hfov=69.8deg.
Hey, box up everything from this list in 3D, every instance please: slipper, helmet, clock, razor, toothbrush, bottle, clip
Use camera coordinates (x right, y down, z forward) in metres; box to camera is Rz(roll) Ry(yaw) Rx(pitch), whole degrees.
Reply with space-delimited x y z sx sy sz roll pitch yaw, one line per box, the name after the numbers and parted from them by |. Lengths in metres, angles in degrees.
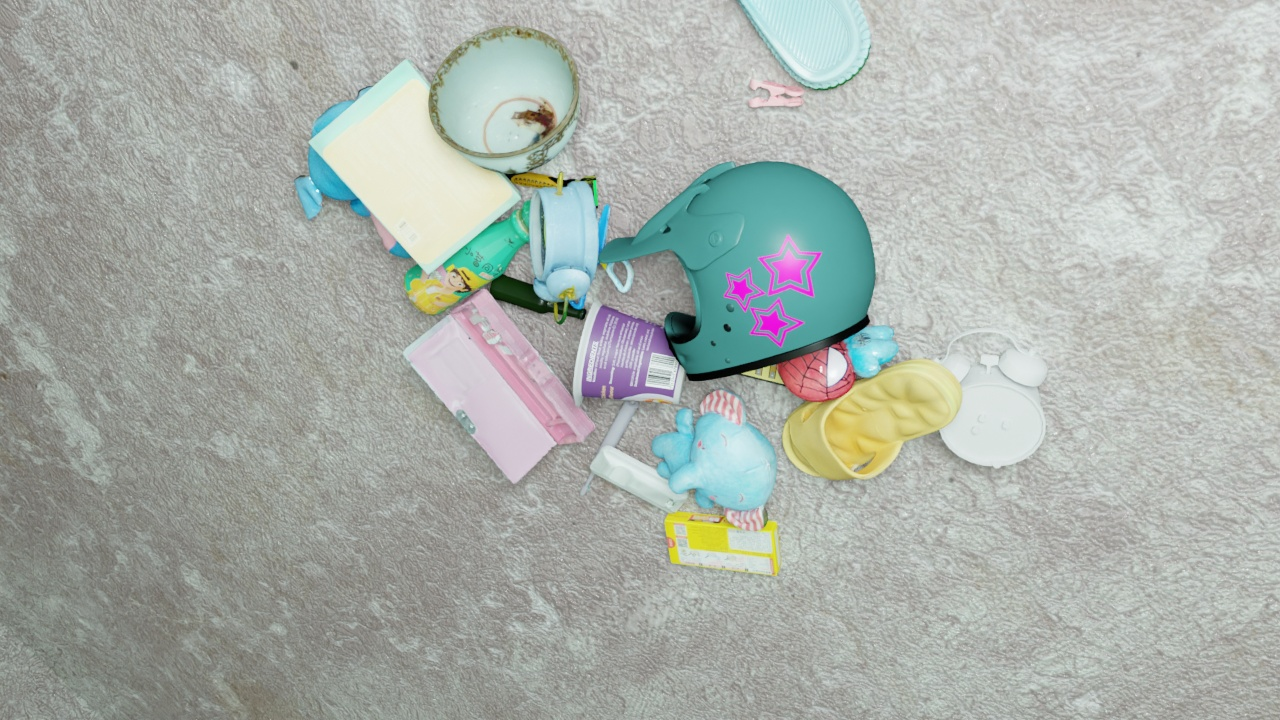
0.238 0.079 1.018 0.099 0.078 0.264 48 142 -4 | slipper
0.099 -0.100 0.944 0.276 0.176 0.200 -16 98 39 | helmet
0.120 -0.372 0.839 0.116 0.069 0.276 -22 109 35 | slipper
0.371 0.040 0.977 0.120 0.060 0.159 -6 117 26 | clock
-0.117 -0.207 1.065 0.144 0.021 0.044 13 136 15 | razor
-0.046 0.121 1.231 0.018 0.019 0.188 40 128 16 | toothbrush
-0.084 -0.121 1.009 0.060 0.118 0.162 -3 89 -17 | clock
-0.126 -0.076 1.141 0.123 0.032 0.033 19 124 12 | bottle
0.134 -0.272 0.921 0.060 0.023 0.045 -10 116 34 | clip
-0.194 -0.129 1.115 0.210 0.068 0.068 -28 105 26 | bottle

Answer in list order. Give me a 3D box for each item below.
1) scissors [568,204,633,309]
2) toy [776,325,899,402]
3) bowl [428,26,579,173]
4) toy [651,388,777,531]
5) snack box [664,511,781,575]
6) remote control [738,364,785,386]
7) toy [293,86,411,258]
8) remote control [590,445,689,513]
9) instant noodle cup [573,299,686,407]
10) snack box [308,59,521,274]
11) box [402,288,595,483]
-0.048 -0.118 1.056 0.123 0.016 0.125 14 93 31 | scissors
0.213 -0.002 0.997 0.133 0.092 0.062 -22 140 18 | toy
-0.135 -0.263 0.983 0.160 0.159 0.094 17 165 14 | bowl
0.080 0.127 1.134 0.181 0.114 0.183 -3 108 38 | toy
0.110 0.245 1.234 0.152 0.025 0.075 2 119 22 | snack box
0.169 0.003 1.072 0.133 0.013 0.058 13 123 16 | remote control
-0.318 -0.212 1.102 0.225 0.098 0.191 -38 104 23 | toy
-0.002 0.161 1.221 0.133 0.022 0.050 29 126 -7 | remote control
-0.006 0.006 1.095 0.122 0.121 0.137 12 114 5 | instant noodle cup
-0.250 -0.215 1.033 0.141 0.044 0.193 -38 108 6 | snack box
-0.180 0.039 1.172 0.232 0.115 0.107 53 152 -13 | box
